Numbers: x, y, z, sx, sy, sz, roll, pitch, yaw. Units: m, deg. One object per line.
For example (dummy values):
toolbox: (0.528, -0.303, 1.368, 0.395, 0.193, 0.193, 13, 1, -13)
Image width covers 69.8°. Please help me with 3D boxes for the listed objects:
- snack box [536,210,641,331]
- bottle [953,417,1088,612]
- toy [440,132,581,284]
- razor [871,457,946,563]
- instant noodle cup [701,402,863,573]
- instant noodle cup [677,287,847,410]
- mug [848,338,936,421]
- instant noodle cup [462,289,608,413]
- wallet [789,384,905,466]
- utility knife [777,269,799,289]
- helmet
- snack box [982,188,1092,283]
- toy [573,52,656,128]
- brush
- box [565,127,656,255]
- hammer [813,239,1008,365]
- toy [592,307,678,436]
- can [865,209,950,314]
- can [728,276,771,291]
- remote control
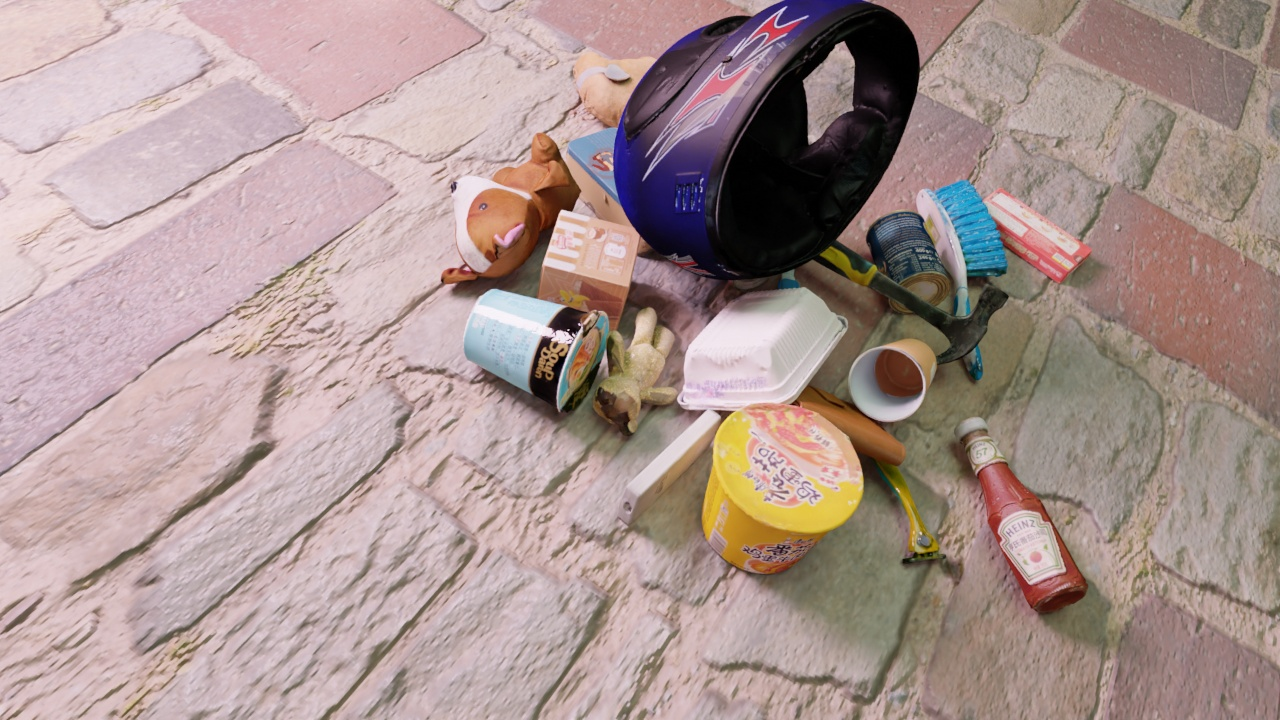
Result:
snack box: (-0.057, -0.098, 1.011, 0.094, 0.077, 0.092, 14, 49, -3)
bottle: (0.374, 0.148, 0.924, 0.059, 0.060, 0.205, -3, 52, -17)
toy: (-0.149, -0.167, 1.020, 0.130, 0.140, 0.199, 38, 51, -18)
razor: (0.263, 0.143, 0.926, 0.043, 0.028, 0.132, -5, 51, -14)
instant noodle cup: (0.122, 0.125, 0.848, 0.138, 0.110, 0.137, 7, 50, -8)
instant noodle cup: (0.121, -0.018, 0.948, 0.138, 0.060, 0.173, -2, 32, 39)
mug: (0.277, 0.014, 0.980, 0.078, 0.078, 0.122, 37, 25, 17)
instant noodle cup: (-0.108, -0.018, 0.920, 0.120, 0.111, 0.111, 21, 49, 14)
wallet: (0.195, 0.057, 0.935, 0.131, 0.031, 0.107, 23, 15, -19)
utility knife: (0.176, -0.077, 1.090, 0.034, 0.018, 0.235, 22, 45, -10)
helmet: (0.110, -0.243, 0.967, 0.247, 0.315, 0.240, 33, 6, -42)
snack box: (0.531, -0.172, 1.253, 0.153, 0.026, 0.075, 42, 53, 20)
toy: (0.020, -0.375, 1.260, 0.225, 0.083, 0.143, -10, 63, -25)
brush: (0.414, -0.107, 1.157, 0.109, 0.061, 0.314, -4, 54, -10)
box: (-0.012, -0.204, 1.123, 0.089, 0.062, 0.184, -30, 61, -31)
hammer: (0.254, -0.105, 1.082, 0.323, 0.126, 0.031, 36, 16, 24)
toy: (-0.006, 0.006, 0.955, 0.105, 0.066, 0.156, 53, 39, -25)
can: (0.328, -0.120, 1.126, 0.075, 0.075, 0.111, 2, 51, -12)
can: (0.108, -0.154, 1.112, 0.057, 0.058, 0.147, -9, 54, -21)
remote control: (0.029, 0.100, 0.882, 0.019, 0.056, 0.134, 37, 53, 17)
